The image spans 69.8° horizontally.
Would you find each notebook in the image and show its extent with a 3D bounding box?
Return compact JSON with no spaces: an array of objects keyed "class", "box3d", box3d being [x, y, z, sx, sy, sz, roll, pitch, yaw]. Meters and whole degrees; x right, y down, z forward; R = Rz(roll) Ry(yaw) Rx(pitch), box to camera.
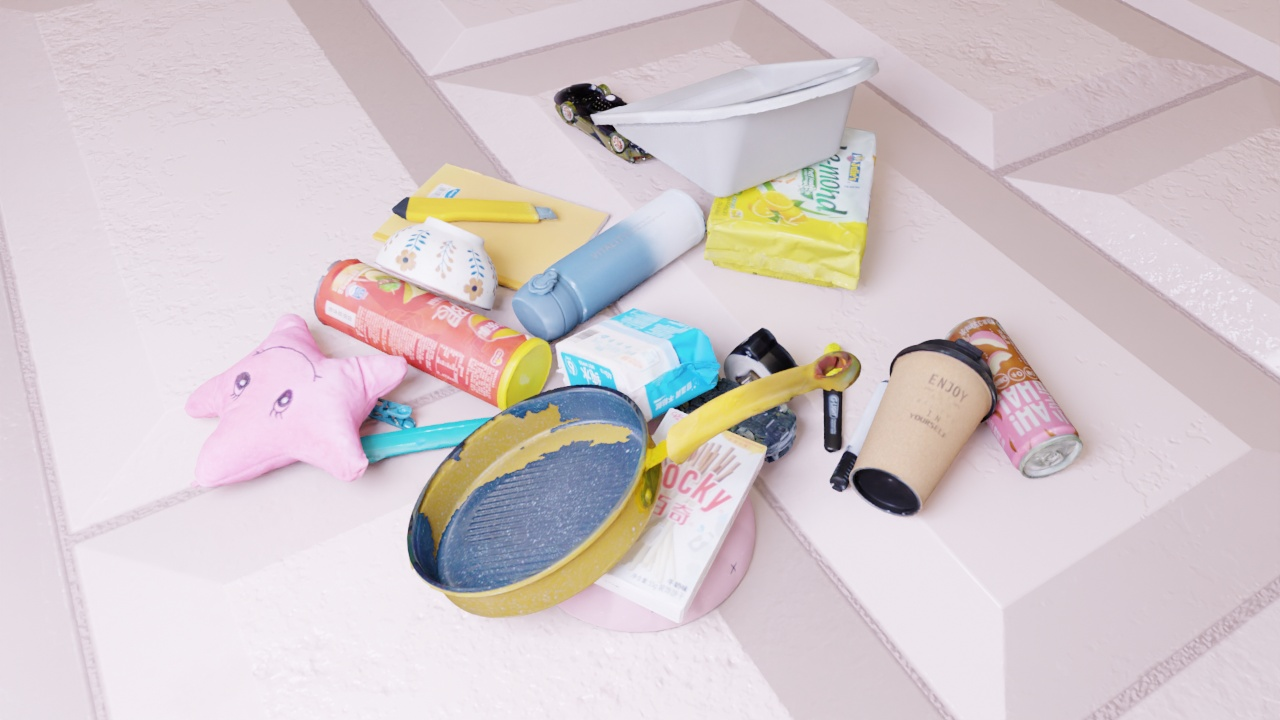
[{"class":"notebook","box3d":[-0.157,-0.142,0.971,0.206,0.010,0.145,20,50,15]}]

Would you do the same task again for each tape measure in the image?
[{"class":"tape measure","box3d":[0.107,0.012,0.804,0.033,0.066,0.066,-40,87,-29]}]

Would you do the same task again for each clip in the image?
[{"class":"clip","box3d":[-0.219,0.044,0.791,0.057,0.046,0.014,18,50,15]}]

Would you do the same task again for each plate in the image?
[{"class":"plate","box3d":[-0.003,0.116,0.721,0.192,0.039,0.192,1,48,-1]}]

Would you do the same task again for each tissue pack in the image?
[{"class":"tissue pack","box3d":[-0.005,0.005,0.784,0.089,0.063,0.140,-26,24,-25]}]

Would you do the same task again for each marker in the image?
[{"class":"marker","box3d":[0.192,0.063,0.792,0.018,0.023,0.130,28,50,13]},{"class":"marker","box3d":[0.173,0.032,0.823,0.018,0.015,0.123,5,49,6]}]

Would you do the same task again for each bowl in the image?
[{"class":"bowl","box3d":[-0.181,-0.095,0.850,0.113,0.113,0.062,22,90,17]}]

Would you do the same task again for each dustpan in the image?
[{"class":"dustpan","box3d":[0.107,-0.276,0.929,0.222,0.143,0.257,-24,53,-23]}]

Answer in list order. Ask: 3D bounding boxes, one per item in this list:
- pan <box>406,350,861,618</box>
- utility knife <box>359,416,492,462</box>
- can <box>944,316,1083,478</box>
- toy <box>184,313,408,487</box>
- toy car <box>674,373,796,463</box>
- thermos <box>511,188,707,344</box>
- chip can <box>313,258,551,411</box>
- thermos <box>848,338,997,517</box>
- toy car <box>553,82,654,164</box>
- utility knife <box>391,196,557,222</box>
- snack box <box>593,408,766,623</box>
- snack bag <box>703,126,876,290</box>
[{"class":"pan","box3d":[-0.014,0.067,0.634,0.358,0.078,0.197,-15,36,23]},{"class":"utility knife","box3d":[-0.175,0.067,0.778,0.160,0.013,0.029,-9,51,-14]},{"class":"can","box3d":[0.321,0.029,0.803,0.058,0.058,0.147,-9,49,-11]},{"class":"toy","box3d":[-0.287,0.044,0.749,0.195,0.075,0.178,22,57,27]},{"class":"toy car","box3d":[0.078,0.046,0.793,0.121,0.037,0.054,27,52,33]},{"class":"thermos","box3d":[-0.029,-0.093,0.893,0.070,0.070,0.219,35,54,26]},{"class":"chip can","box3d":[-0.188,-0.023,0.820,0.217,0.073,0.073,23,50,18]},{"class":"thermos","box3d":[0.231,0.055,0.759,0.093,0.093,0.143,26,59,20]},{"class":"toy car","box3d":[-0.036,-0.283,1.084,0.070,0.042,0.158,-34,58,-29]},{"class":"utility knife","box3d":[-0.173,-0.155,0.963,0.173,0.015,0.033,2,54,-1]},{"class":"snack box","box3d":[0.026,0.110,0.682,0.085,0.027,0.156,21,52,17]},{"class":"snack bag","box3d":[0.162,-0.172,0.973,0.158,0.068,0.245,11,48,8]}]
